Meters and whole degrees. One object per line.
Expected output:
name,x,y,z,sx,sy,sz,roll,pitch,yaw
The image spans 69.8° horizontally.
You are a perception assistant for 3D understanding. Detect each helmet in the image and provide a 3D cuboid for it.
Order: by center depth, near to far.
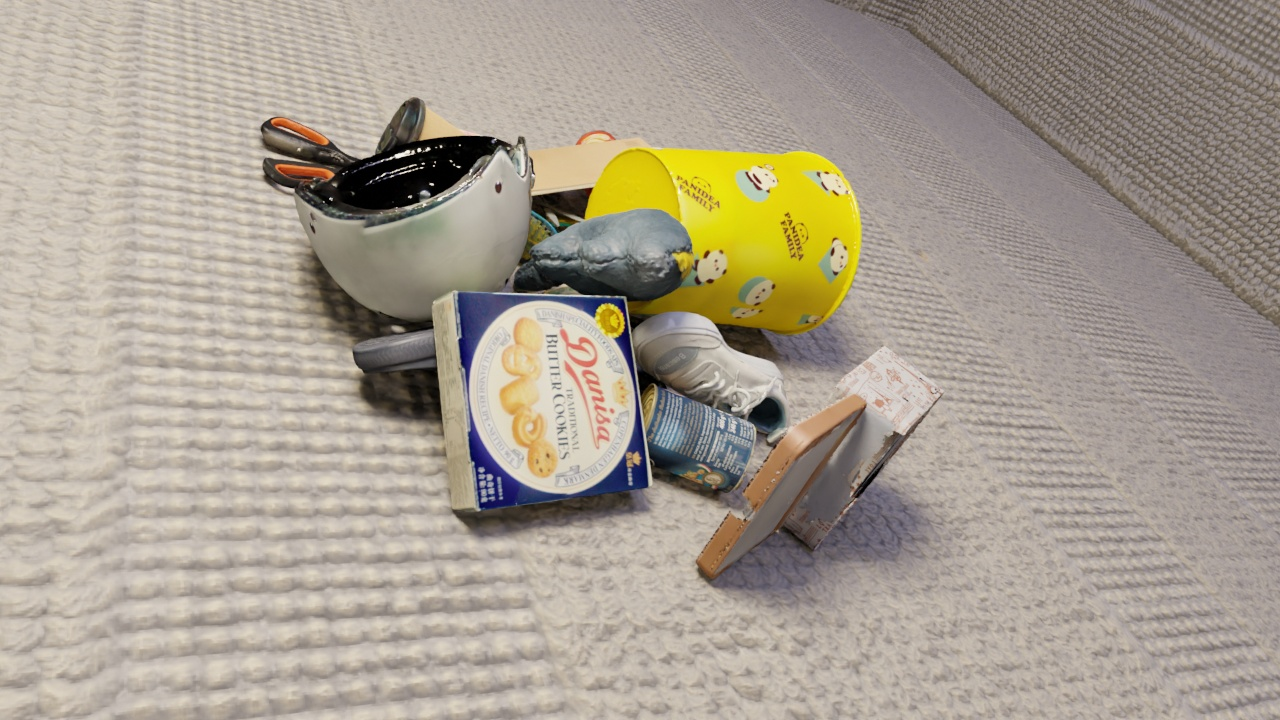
helmet,-0.206,-0.125,0.898,0.230,0.157,0.274,-13,21,-7

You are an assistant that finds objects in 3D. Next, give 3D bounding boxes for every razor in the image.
razor,-0.097,-0.170,1.172,0.132,0.028,0.043,10,40,-22

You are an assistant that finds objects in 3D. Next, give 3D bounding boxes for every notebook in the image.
notebook,-0.074,-0.252,1.176,0.211,0.012,0.149,-11,33,-16

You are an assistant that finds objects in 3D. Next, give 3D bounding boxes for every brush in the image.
brush,-0.158,-0.165,1.098,0.144,0.055,0.073,32,11,7

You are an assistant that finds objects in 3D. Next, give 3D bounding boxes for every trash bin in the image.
trash bin,0.089,-0.145,1.082,0.254,0.230,0.229,-1,43,-37

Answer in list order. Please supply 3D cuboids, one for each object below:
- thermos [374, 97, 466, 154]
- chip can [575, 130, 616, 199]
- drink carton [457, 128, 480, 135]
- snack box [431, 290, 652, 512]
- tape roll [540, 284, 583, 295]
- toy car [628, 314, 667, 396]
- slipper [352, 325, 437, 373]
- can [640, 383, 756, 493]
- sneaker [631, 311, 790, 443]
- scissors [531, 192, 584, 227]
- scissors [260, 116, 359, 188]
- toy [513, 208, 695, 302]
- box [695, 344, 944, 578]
thermos,-0.244,-0.250,1.106,0.143,0.093,0.093,24,30,-36
chip can,-0.044,-0.247,1.246,0.073,0.073,0.216,15,28,-19
drink carton,-0.252,-0.271,1.170,0.122,0.054,0.045,12,32,-23
snack box,-0.083,0.032,0.801,0.182,0.046,0.178,-2,81,-37
tape roll,-0.075,-0.060,1.018,0.086,0.014,0.085,0,34,0
toy car,-0.006,0.006,0.986,0.070,0.042,0.157,15,38,-18
slipper,-0.140,-0.005,0.869,0.267,0.083,0.111,-16,9,-42
can,0.049,0.077,0.894,0.111,0.075,0.075,21,34,-11
sneaker,0.078,0.028,0.946,0.242,0.090,0.090,25,41,-47
scissors,-0.125,-0.199,1.164,0.159,0.014,0.181,11,21,-9
scissors,-0.338,-0.217,1.070,0.224,0.022,0.204,29,32,-6
toy,-0.025,-0.099,0.906,0.137,0.091,0.357,-17,11,-27
box,0.167,0.101,0.855,0.082,0.177,0.259,40,33,19
